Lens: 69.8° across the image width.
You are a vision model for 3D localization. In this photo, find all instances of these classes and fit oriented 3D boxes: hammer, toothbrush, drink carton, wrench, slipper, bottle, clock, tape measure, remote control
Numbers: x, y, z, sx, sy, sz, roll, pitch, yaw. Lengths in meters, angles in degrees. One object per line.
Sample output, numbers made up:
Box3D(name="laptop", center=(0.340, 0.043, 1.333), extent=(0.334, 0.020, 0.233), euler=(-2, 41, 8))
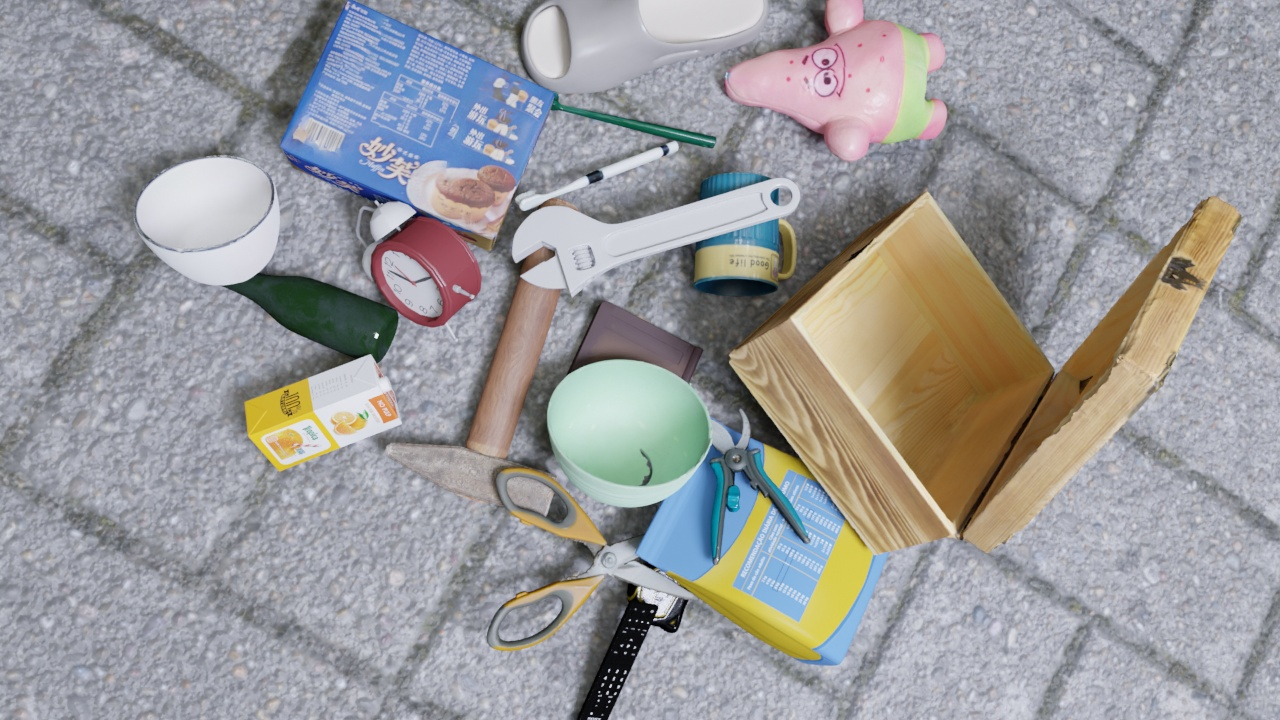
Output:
Box3D(name="hammer", center=(-0.123, -0.016, 0.875), extent=(0.158, 0.037, 0.300), euler=(18, 81, -9))
Box3D(name="toothbrush", center=(-0.040, -0.184, 0.900), extent=(0.186, 0.012, 0.017), euler=(-26, 56, -25))
Box3D(name="drink carton", center=(-0.277, 0.046, 0.814), extent=(0.122, 0.059, 0.040), euler=(-21, 51, -6))
Box3D(name="wrench", center=(0.014, -0.130, 0.859), extent=(0.273, 0.018, 0.086), euler=(-18, 79, -2))
Box3D(name="slipper", center=(0.012, -0.344, 0.909), extent=(0.265, 0.081, 0.113), euler=(-15, 91, -12))
Box3D(name="bottle", center=(-0.311, -0.052, 0.833), extent=(0.174, 0.055, 0.055), euler=(22, 81, -1))
Box3D(name="toothbrush", center=(-0.014, -0.244, 0.927), extent=(0.189, 0.016, 0.017), euler=(11, 79, -11))
Box3D(name="clock", center=(-0.204, -0.086, 0.832), extent=(0.137, 0.096, 0.048), euler=(37, 50, 3))
Box3D(name="tape measure", center=(0.017, 0.224, 0.883), extent=(0.061, 0.034, 0.061), euler=(27, 78, -11))
Box3D(name="remote control", center=(-0.023, 0.286, 0.855), extent=(0.030, 0.009, 0.140), euler=(17, 104, -27))

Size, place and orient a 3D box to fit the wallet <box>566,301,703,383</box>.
Box3D(name="wallet", center=(-0.005, 0.005, 0.908), extent=(0.115, 0.018, 0.091), euler=(26, 80, -10))

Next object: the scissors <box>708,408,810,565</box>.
Box3D(name="scissors", center=(0.101, 0.119, 0.833), extent=(0.124, 0.019, 0.153), euler=(16, 67, 12))

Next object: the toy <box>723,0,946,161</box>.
Box3D(name="toy", center=(0.203, -0.287, 0.938), extent=(0.236, 0.097, 0.192), euler=(0, 77, -4))

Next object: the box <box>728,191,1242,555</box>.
Box3D(name="box", center=(0.321, -0.009, 0.779), extent=(0.284, 0.325, 0.278), euler=(54, 50, -5))

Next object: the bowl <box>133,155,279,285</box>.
Box3D(name="bowl", center=(-0.371, -0.117, 0.803), extent=(0.116, 0.066, 0.116), euler=(2, 54, -3))

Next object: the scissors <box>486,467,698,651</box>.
Box3D(name="scissors", center=(-0.053, 0.193, 0.844), extent=(0.225, 0.016, 0.216), euler=(31, 78, -10))

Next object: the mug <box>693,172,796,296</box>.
Box3D(name="mug", center=(0.108, -0.121, 0.914), extent=(0.113, 0.083, 0.107), euler=(8, 79, -33))

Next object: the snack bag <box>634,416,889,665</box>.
Box3D(name="snack bag", center=(0.116, 0.168, 0.864), extent=(0.205, 0.102, 0.158), euler=(32, 68, -4))

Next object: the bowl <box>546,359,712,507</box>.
Box3D(name="bowl", center=(-0.014, 0.077, 0.843), extent=(0.151, 0.077, 0.150), euler=(5, 46, -6))

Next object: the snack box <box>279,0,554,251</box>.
Box3D(name="snack box", center=(-0.204, -0.215, 0.859), extent=(0.202, 0.069, 0.155), euler=(22, 81, -9))
